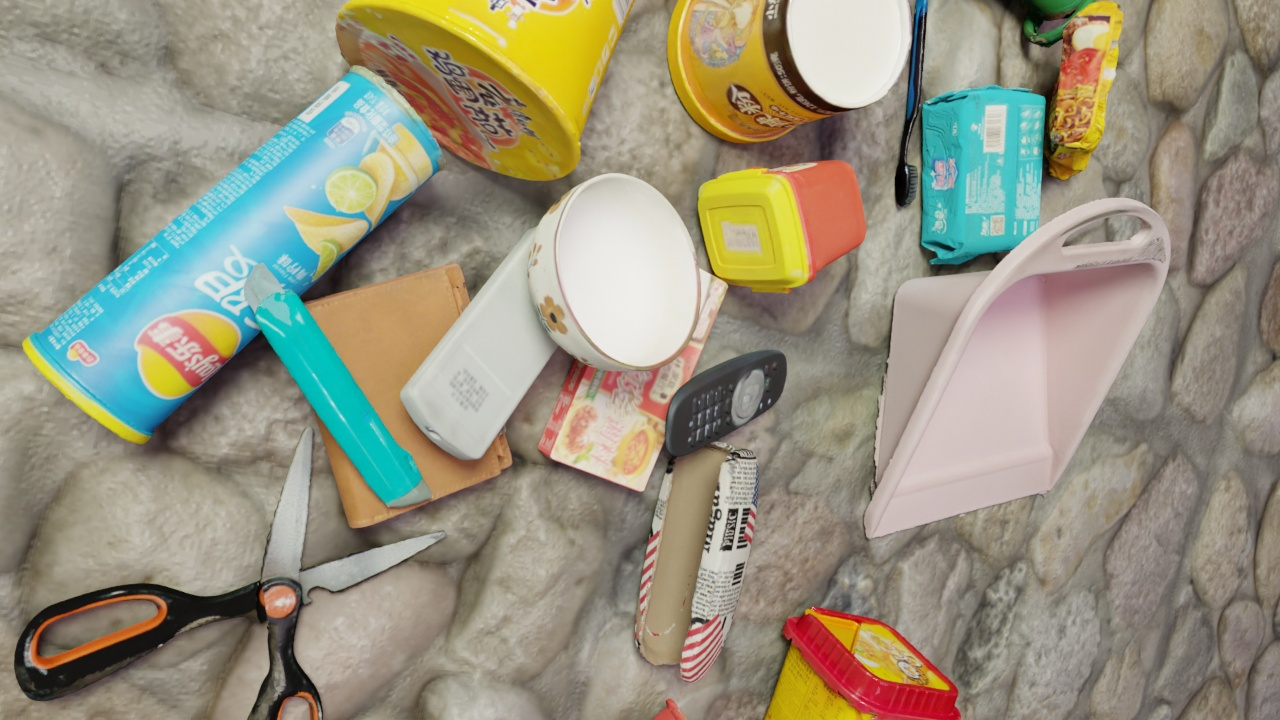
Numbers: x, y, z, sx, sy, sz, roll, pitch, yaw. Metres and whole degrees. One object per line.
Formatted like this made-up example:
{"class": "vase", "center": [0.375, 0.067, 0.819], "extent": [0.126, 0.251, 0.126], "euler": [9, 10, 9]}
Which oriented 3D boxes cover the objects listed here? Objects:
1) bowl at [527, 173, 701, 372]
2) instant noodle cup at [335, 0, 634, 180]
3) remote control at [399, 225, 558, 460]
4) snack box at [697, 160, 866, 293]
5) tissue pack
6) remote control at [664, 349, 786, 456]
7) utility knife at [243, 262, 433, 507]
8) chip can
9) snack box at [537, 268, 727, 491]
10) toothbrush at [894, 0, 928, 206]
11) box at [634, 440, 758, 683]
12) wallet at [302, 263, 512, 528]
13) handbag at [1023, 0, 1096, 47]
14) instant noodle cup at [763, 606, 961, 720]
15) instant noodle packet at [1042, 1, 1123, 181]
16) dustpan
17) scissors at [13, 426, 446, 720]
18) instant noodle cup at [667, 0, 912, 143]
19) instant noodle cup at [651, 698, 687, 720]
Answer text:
{"class": "bowl", "center": [-0.024, -0.046, 0.536], "extent": [0.113, 0.062, 0.113], "euler": [12, 73, -44]}
{"class": "instant noodle cup", "center": [-0.072, -0.180, 0.483], "extent": [0.138, 0.138, 0.109], "euler": [33, 75, -28]}
{"class": "remote control", "center": [-0.080, -0.013, 0.536], "extent": [0.058, 0.021, 0.149], "euler": [51, 52, -27]}
{"class": "snack box", "center": [0.095, -0.091, 0.606], "extent": [0.080, 0.091, 0.082], "euler": [-24, 108, -30]}
{"class": "tissue pack", "center": [0.261, -0.142, 0.704], "extent": [0.093, 0.050, 0.133], "euler": [-8, 102, -28]}
{"class": "remote control", "center": [0.055, 0.025, 0.624], "extent": [0.136, 0.024, 0.053], "euler": [-22, 122, -46]}
{"class": "utility knife", "center": [-0.156, 0.020, 0.479], "extent": [0.029, 0.013, 0.166], "euler": [-36, 125, -19]}
{"class": "chip can", "center": [-0.198, -0.056, 0.467], "extent": [0.210, 0.071, 0.071], "euler": [-46, 115, -14]}
{"class": "snack box", "center": [-0.004, 0.004, 0.604], "extent": [0.075, 0.025, 0.153], "euler": [25, 86, -28]}
{"class": "toothbrush", "center": [0.206, -0.210, 0.685], "extent": [0.016, 0.014, 0.189], "euler": [0, 98, -29]}
{"class": "box", "center": [0.052, 0.138, 0.625], "extent": [0.075, 0.082, 0.163], "euler": [11, 90, -35]}
{"class": "wallet", "center": [-0.135, 0.018, 0.533], "extent": [0.107, 0.031, 0.132], "euler": [-20, 105, -28]}
{"class": "handbag", "center": [0.296, -0.319, 0.689], "extent": [0.131, 0.068, 0.120], "euler": [28, 93, -30]}
{"class": "instant noodle cup", "center": [0.154, 0.268, 0.688], "extent": [0.116, 0.116, 0.124], "euler": [18, 101, -29]}
{"class": "instant noodle packet", "center": [0.340, -0.204, 0.710], "extent": [0.128, 0.044, 0.111], "euler": [-1, 104, -67]}
{"class": "dustpan", "center": [0.297, 0.017, 0.699], "extent": [0.222, 0.139, 0.273], "euler": [-11, 103, -26]}
{"class": "scissors", "center": [-0.217, 0.153, 0.519], "extent": [0.233, 0.022, 0.221], "euler": [-10, 102, -27]}
{"class": "instant noodle cup", "center": [0.095, -0.199, 0.572], "extent": [0.118, 0.114, 0.118], "euler": [-5, 101, -28]}
{"class": "instant noodle cup", "center": [0.012, 0.314, 0.611], "extent": [0.108, 0.138, 0.138], "euler": [-30, 111, -11]}
